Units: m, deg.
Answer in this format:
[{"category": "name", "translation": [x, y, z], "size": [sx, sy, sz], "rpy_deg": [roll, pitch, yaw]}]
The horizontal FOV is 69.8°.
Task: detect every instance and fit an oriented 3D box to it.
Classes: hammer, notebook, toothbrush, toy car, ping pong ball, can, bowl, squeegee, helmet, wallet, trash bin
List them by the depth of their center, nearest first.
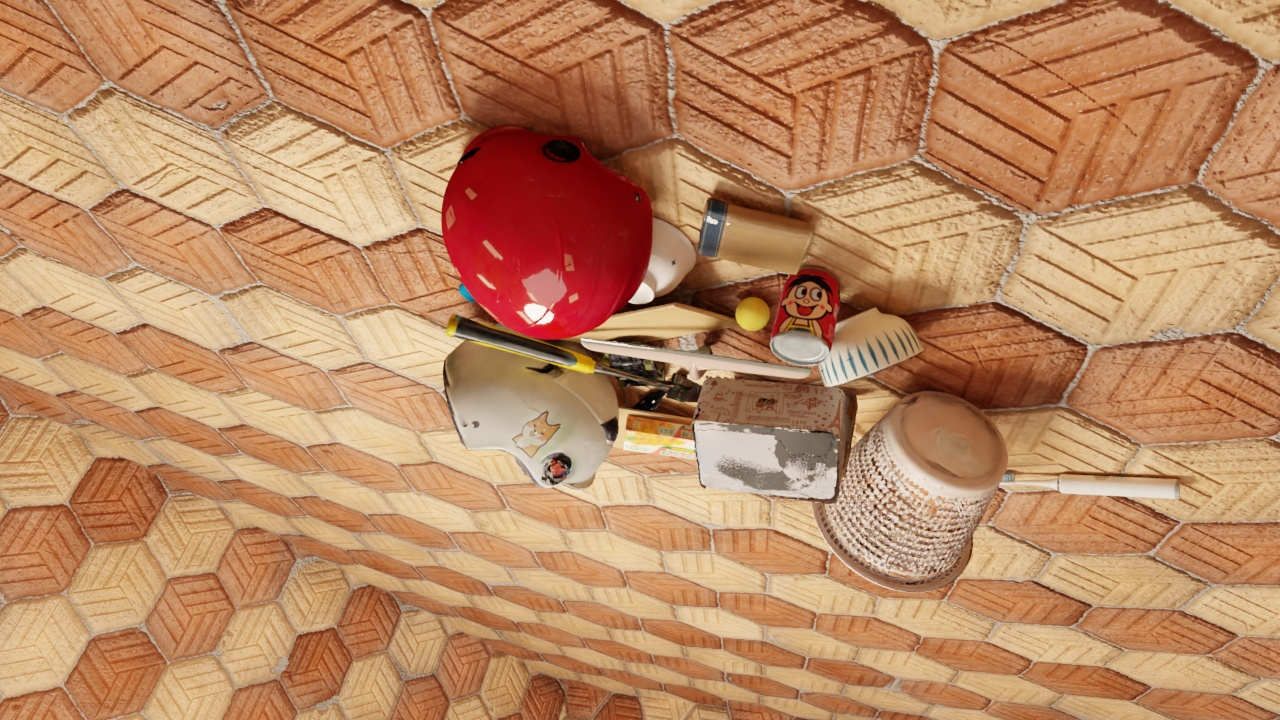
[{"category": "helmet", "translation": [-0.115, -0.121, 0.950], "size": [0.240, 0.143, 0.208], "rpy_deg": [33, 128, -1]}, {"category": "wallet", "translation": [0.120, -0.131, 0.974], "size": [0.115, 0.033, 0.090], "rpy_deg": [14, 153, 4]}, {"category": "can", "translation": [0.184, -0.050, 1.013], "size": [0.066, 0.093, 0.067], "rpy_deg": [13, 150, 7]}, {"category": "bowl", "translation": [0.252, -0.020, 1.037], "size": [0.117, 0.116, 0.066], "rpy_deg": [-24, 87, 50]}, {"category": "bowl", "translation": [-0.001, -0.105, 1.049], "size": [0.118, 0.064, 0.118], "rpy_deg": [14, 150, 8]}, {"category": "ping pong ball", "translation": [0.133, -0.055, 1.086], "size": [0.040, 0.040, 0.040], "rpy_deg": [13, 151, 7]}, {"category": "squeegee", "translation": [0.070, 0.002, 1.091], "size": [0.248, 0.040, 0.249], "rpy_deg": [7, -176, 7]}, {"category": "hammer", "translation": [-0.078, 0.000, 1.126], "size": [0.323, 0.032, 0.126], "rpy_deg": [16, 177, -7]}, {"category": "notebook", "translation": [-0.004, -0.041, 1.140], "size": [0.212, 0.012, 0.149], "rpy_deg": [-9, 169, 35]}, {"category": "trash bin", "translation": [0.356, 0.152, 1.173], "size": [0.227, 0.226, 0.193], "rpy_deg": [17, 138, 1]}, {"category": "toothbrush", "translation": [0.597, 0.167, 1.233], "size": [0.221, 0.026, 0.026], "rpy_deg": [-1, -178, 30]}, {"category": "helmet", "translation": [-0.126, 0.042, 1.248], "size": [0.274, 0.229, 0.157], "rpy_deg": [31, 115, -26]}, {"category": "toy car", "translation": [-0.007, 0.007, 1.250], "size": [0.070, 0.042, 0.158], "rpy_deg": [-3, 163, 10]}, {"category": "toothbrush", "translation": [0.016, 0.062, 1.366], "size": [0.027, 0.026, 0.213], "rpy_deg": [-2, 158, -27]}, {"category": "notebook", "translation": [0.022, 0.114, 1.427], "size": [0.207, 0.008, 0.148], "rpy_deg": [10, 152, -10]}]

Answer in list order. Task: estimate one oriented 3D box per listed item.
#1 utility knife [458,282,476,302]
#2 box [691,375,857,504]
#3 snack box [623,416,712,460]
[{"category": "utility knife", "translation": [-0.174, -0.112, 1.173], "size": [0.034, 0.018, 0.205], "rpy_deg": [36, 147, -27]}, {"category": "box", "translation": [0.176, 0.067, 1.152], "size": [0.183, 0.193, 0.157], "rpy_deg": [5, 135, 16]}, {"category": "snack box", "translation": [0.053, 0.121, 1.388], "size": [0.156, 0.027, 0.077], "rpy_deg": [8, 152, 1]}]
